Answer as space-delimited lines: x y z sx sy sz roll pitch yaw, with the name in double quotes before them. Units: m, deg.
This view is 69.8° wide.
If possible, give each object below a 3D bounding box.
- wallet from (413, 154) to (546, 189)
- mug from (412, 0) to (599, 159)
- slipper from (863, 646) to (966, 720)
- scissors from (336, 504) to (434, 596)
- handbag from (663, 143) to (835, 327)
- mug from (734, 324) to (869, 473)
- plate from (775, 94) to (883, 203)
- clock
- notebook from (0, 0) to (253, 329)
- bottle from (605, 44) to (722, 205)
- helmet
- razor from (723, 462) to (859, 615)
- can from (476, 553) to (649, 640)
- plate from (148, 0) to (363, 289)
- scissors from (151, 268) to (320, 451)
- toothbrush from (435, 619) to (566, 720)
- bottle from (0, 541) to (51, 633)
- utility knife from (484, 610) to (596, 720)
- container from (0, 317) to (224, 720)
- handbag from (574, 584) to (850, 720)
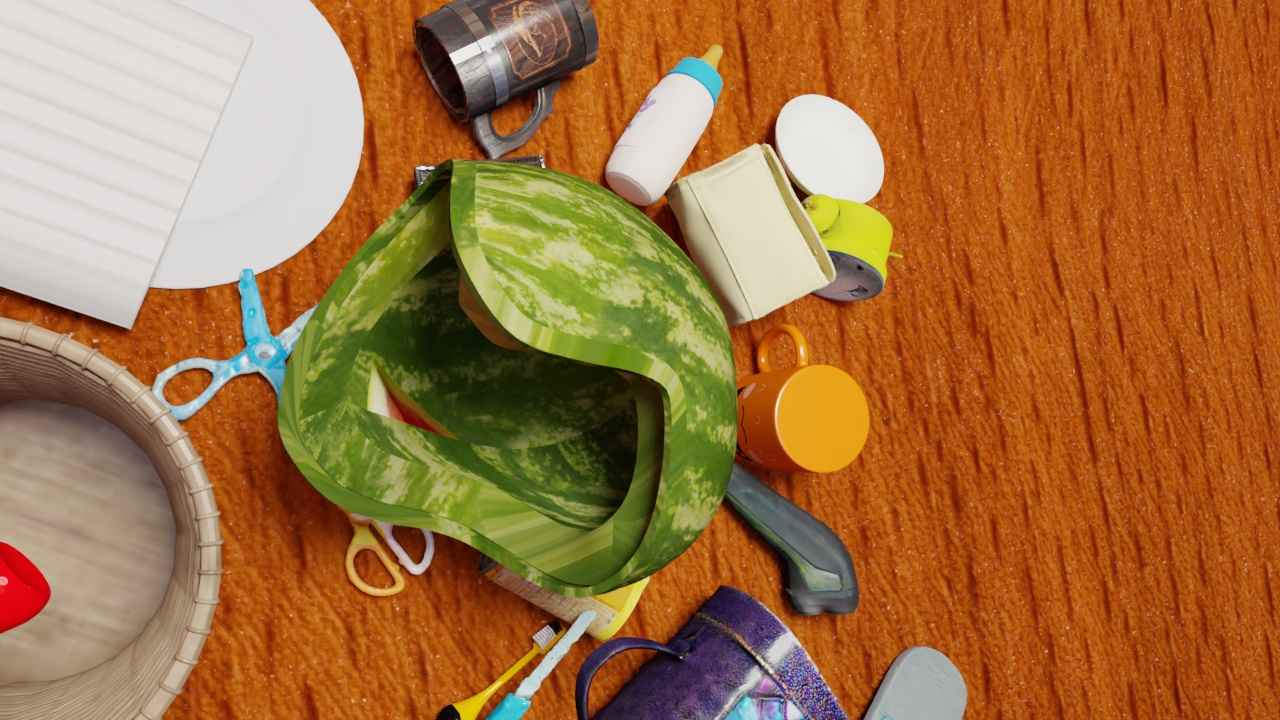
"wallet" -0.106 -0.085 0.663 0.099 0.031 0.120 -10 93 -24
"mug" -0.091 -0.213 0.665 0.107 0.080 0.116 -32 122 -18
"slipper" 0.176 0.347 0.723 0.098 0.055 0.268 37 63 -10
"scissors" -0.191 0.100 0.626 0.064 0.013 0.128 -34 94 -15
"handbag" 0.074 -0.092 0.687 0.081 0.111 0.119 -27 93 -8
"mug" 0.113 0.028 0.698 0.077 0.096 0.112 -2 86 -20
"plate" 0.152 -0.169 0.760 0.104 0.026 0.104 9 67 -21
"clock" 0.147 -0.093 0.729 0.119 0.083 0.057 26 72 -19
"notebook" -0.353 -0.142 0.574 0.142 0.009 0.209 21 79 -17
"bottle" 0.026 -0.189 0.711 0.051 0.051 0.146 34 75 -14
"helmet" -0.055 0.007 0.552 0.247 0.214 0.242 38 30 -25
"razor" 0.110 0.141 0.715 0.151 0.054 0.067 42 82 -6
"can" -0.053 0.144 0.644 0.105 0.068 0.067 33 75 -14
"plate" -0.309 -0.169 0.607 0.242 0.016 0.242 2 84 -20
"scissors" -0.248 0.009 0.612 0.133 0.011 0.137 -44 95 -17
"toothbrush" -0.128 0.248 0.629 0.196 0.031 0.031 -37 129 -23
"bottle" -0.298 0.123 0.362 0.118 0.036 0.036 -41 99 -18
"utility knife" -0.087 0.239 0.620 0.022 0.015 0.181 41 94 -8
"container" -0.333 0.100 0.478 0.226 0.196 0.226 2 84 -20
"handbag" 0.039 0.281 0.631 0.204 0.126 0.222 -42 101 -17
